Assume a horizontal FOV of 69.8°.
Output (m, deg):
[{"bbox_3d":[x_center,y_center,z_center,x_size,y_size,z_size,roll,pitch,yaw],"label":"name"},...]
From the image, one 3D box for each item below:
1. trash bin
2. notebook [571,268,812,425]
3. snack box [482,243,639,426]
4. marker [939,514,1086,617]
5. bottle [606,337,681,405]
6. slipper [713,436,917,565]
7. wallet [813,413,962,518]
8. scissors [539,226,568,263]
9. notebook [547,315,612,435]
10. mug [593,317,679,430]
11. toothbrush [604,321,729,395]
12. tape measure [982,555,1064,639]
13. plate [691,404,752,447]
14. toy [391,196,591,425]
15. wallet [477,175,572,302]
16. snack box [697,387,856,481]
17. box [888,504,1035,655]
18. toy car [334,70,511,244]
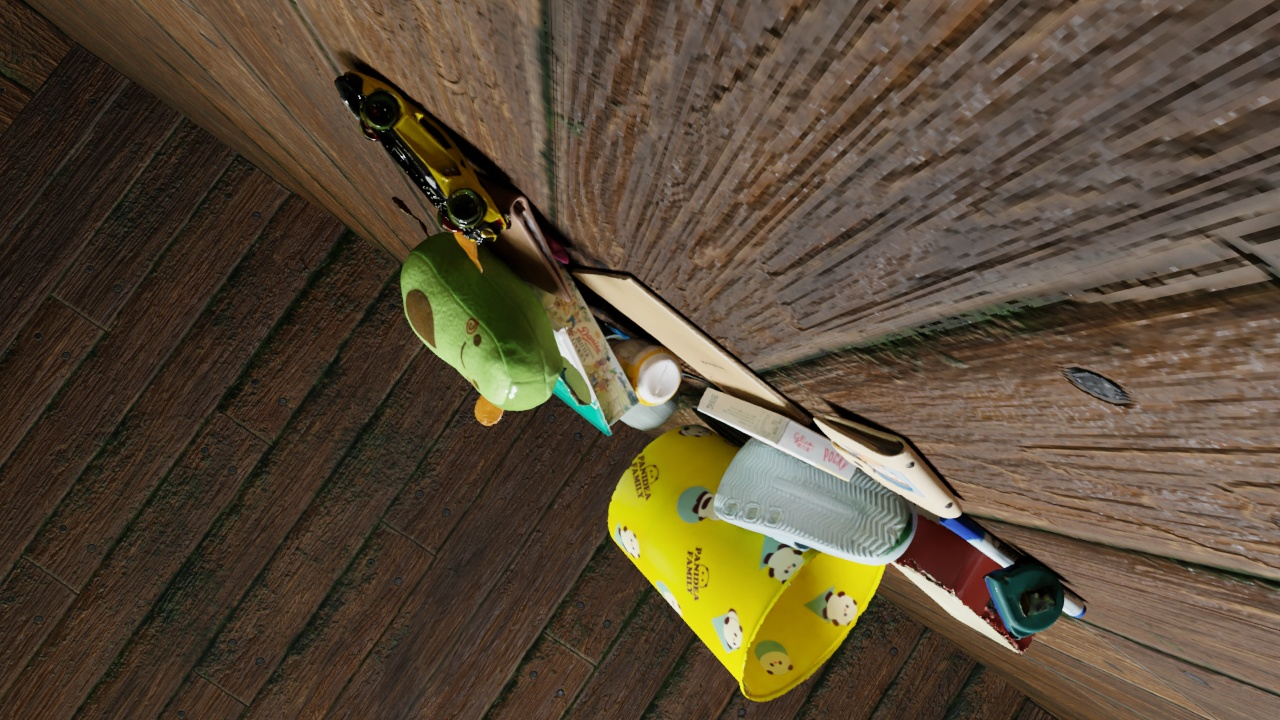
[{"bbox_3d":[0.110,0.214,1.058,0.255,0.229,0.229,36,176,38],"label":"trash bin"},{"bbox_3d":[0.041,-0.015,0.802,0.207,0.008,0.148,37,174,-22],"label":"notebook"},{"bbox_3d":[-0.096,-0.036,0.921,0.178,0.045,0.182,25,147,56],"label":"snack box"},{"bbox_3d":[0.307,0.167,0.754,0.146,0.017,0.017,35,174,-6],"label":"marker"},{"bbox_3d":[-0.006,0.006,0.952,0.063,0.063,0.108,39,173,-35],"label":"bottle"},{"bbox_3d":[0.169,0.136,0.886,0.074,0.104,0.246,31,170,-34],"label":"slipper"},{"bbox_3d":[0.184,0.076,0.687,0.087,0.024,0.115,21,167,47],"label":"wallet"},{"bbox_3d":[-0.113,-0.122,0.769,0.133,0.017,0.057,36,174,19],"label":"scissors"},{"bbox_3d":[-0.112,-0.023,0.890,0.209,0.012,0.150,35,156,41],"label":"notebook"},{"bbox_3d":[-0.018,0.013,1.072,0.103,0.084,0.124,40,-161,-52],"label":"mug"},{"bbox_3d":[0.028,0.004,0.982,0.189,0.016,0.014,32,169,29],"label":"toothbrush"},{"bbox_3d":[0.309,0.188,0.731,0.025,0.054,0.058,169,78,-86],"label":"tape measure"},{"bbox_3d":[0.139,0.096,1.073,0.179,0.024,0.179,34,172,5],"label":"plate"},{"bbox_3d":[-0.142,-0.039,0.780,0.247,0.089,0.227,39,145,40],"label":"toy"},{"bbox_3d":[-0.108,-0.103,0.745,0.101,0.020,0.115,30,159,38],"label":"wallet"},{"bbox_3d":[0.122,0.064,0.838,0.084,0.027,0.157,27,179,-23],"label":"snack box"},{"bbox_3d":[0.297,0.208,0.842,0.168,0.076,0.091,40,171,-38],"label":"box"},{"bbox_3d":[-0.154,-0.145,0.654,0.156,0.041,0.071,48,168,-15],"label":"toy car"}]
